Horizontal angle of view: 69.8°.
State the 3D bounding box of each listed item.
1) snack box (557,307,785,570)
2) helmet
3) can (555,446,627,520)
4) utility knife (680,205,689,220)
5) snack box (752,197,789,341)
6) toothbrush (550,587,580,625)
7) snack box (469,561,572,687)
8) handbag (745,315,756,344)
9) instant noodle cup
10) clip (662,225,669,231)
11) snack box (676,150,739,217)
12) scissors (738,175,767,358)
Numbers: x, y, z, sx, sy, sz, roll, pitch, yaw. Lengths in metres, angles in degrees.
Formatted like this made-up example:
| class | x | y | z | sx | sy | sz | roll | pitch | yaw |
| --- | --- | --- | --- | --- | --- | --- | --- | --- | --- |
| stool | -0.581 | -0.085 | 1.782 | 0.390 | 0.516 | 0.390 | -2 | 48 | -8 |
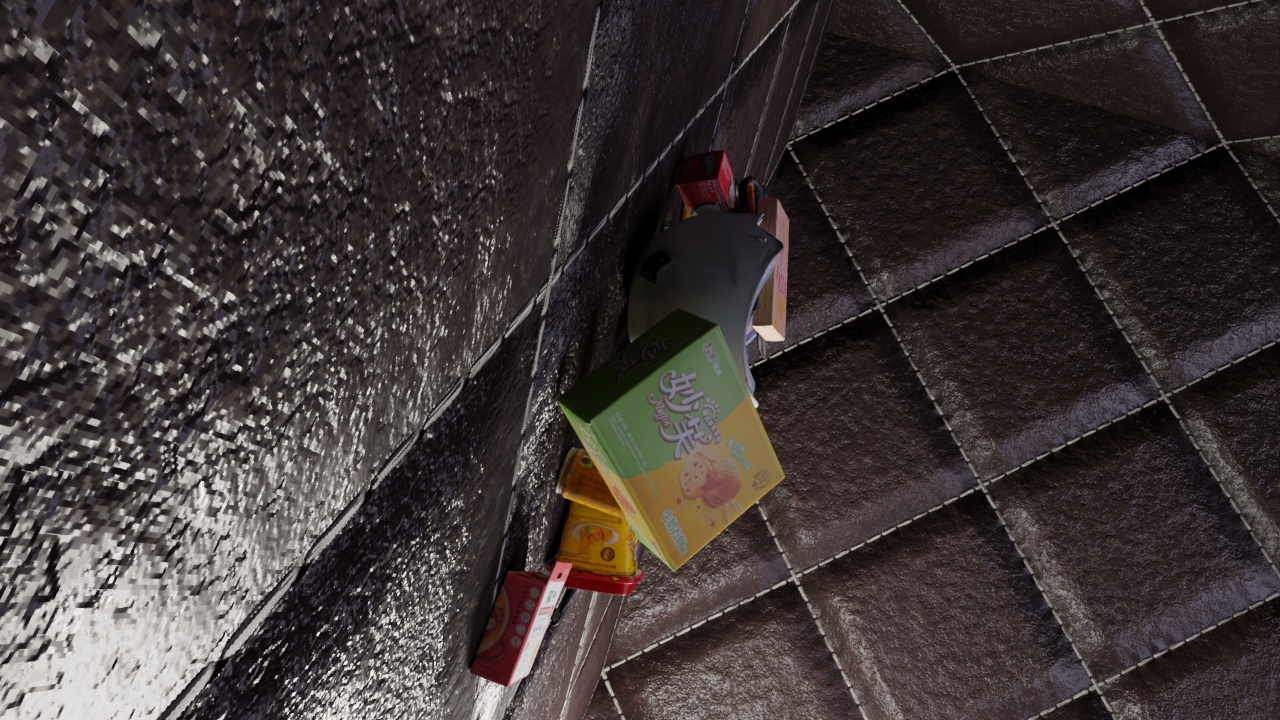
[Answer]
| class | x | y | z | sx | sy | sz | roll | pitch | yaw |
| --- | --- | --- | --- | --- | --- | --- | --- | --- | --- |
| snack box | 0.035 | 0.079 | 0.900 | 0.157 | 0.070 | 0.210 | -37 | 122 | -16 |
| helmet | 0.058 | -0.062 | 1.038 | 0.258 | 0.146 | 0.229 | -98 | -165 | -71 |
| can | -0.016 | 0.145 | 1.011 | 0.058 | 0.146 | 0.058 | 21 | 88 | -83 |
| utility knife | 0.064 | -0.189 | 1.289 | 0.207 | 0.015 | 0.033 | 95 | 13 | -61 |
| snack box | 0.158 | -0.108 | 1.109 | 0.084 | 0.026 | 0.157 | 29 | 63 | -69 |
| toothbrush | -0.096 | 0.331 | 1.379 | 0.212 | 0.026 | 0.027 | -52 | 125 | -66 |
| snack box | -0.119 | 0.258 | 0.934 | 0.113 | 0.044 | 0.127 | 75 | 35 | -76 |
| handbag | 0.099 | -0.036 | 1.369 | 0.194 | 0.075 | 0.134 | -46 | -164 | -2 |
| instant noodle cup | -0.049 | 0.219 | 1.146 | 0.116 | 0.116 | 0.123 | 39 | 58 | -82 |
| clip | 0.028 | -0.142 | 1.152 | 0.056 | 0.014 | 0.040 | 101 | 11 | -49 |
| snack box | 0.106 | -0.164 | 1.158 | 0.208 | 0.057 | 0.058 | 63 | 30 | -43 |
| scissors | 0.156 | -0.118 | 1.166 | 0.162 | 0.022 | 0.234 | -45 | 126 | -61 |
